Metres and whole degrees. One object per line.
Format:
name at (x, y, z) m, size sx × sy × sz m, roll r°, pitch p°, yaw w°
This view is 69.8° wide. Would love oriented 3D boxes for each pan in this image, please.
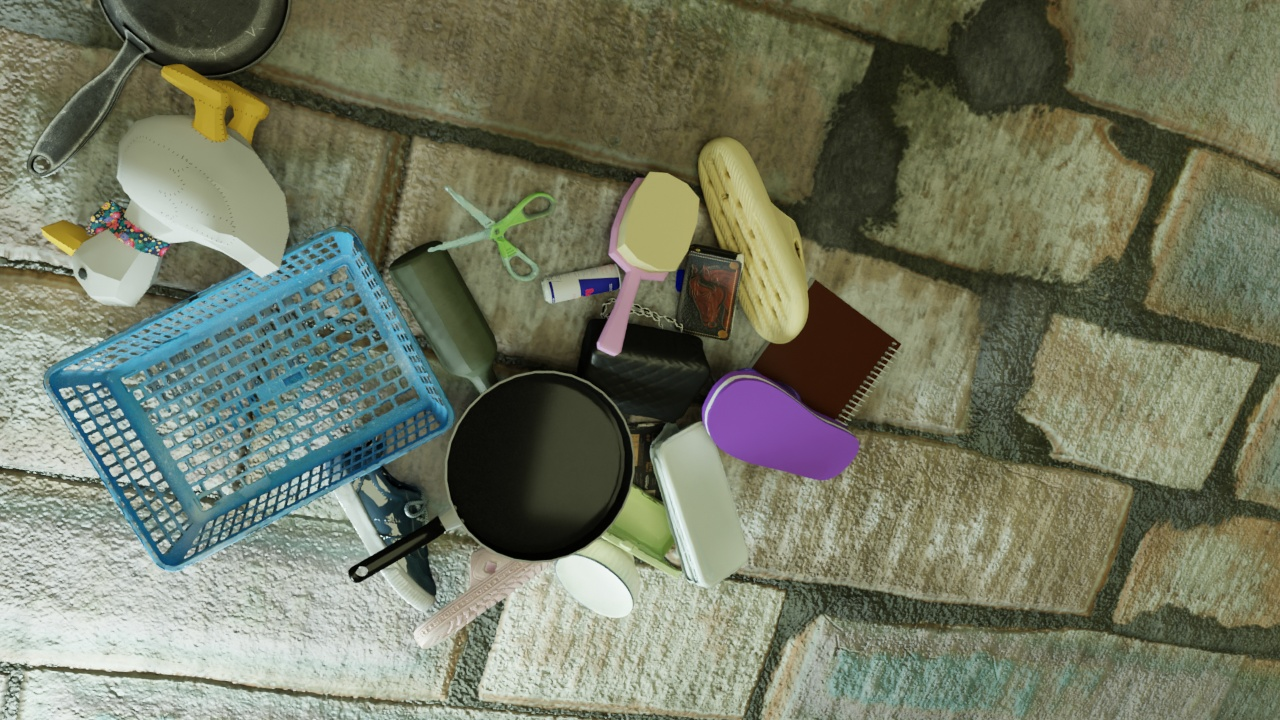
pan at (-0.173, 0.154, 1.063) m, size 0.355 × 0.034 × 0.225 m, roll -29°, pitch 103°, yaw -15°
pan at (-0.514, -0.324, 0.942) m, size 0.187 × 0.055 × 0.357 m, roll 41°, pitch 90°, yaw -21°

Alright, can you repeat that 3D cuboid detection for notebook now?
notebook at (0.235, 0.022, 1.244) m, size 0.171 × 0.022 × 0.209 m, roll 33°, pitch 97°, yaw -19°

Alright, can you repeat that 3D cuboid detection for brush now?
brush at (0.002, -0.114, 1.080) m, size 0.089 × 0.043 × 0.228 m, roll 25°, pitch 72°, yaw -20°

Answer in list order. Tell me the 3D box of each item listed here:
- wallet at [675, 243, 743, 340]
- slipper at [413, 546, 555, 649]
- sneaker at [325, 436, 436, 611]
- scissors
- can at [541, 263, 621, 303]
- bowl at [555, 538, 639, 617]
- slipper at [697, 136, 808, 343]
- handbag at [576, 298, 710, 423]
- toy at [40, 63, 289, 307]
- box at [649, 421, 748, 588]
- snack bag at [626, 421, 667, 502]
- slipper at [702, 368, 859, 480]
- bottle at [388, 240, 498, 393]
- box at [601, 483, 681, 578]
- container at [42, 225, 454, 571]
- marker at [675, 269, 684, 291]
wallet at (0.085, -0.083, 1.139) m, size 0.072 × 0.019 × 0.123 m, roll 12°, pitch 130°, yaw 6°
slipper at (-0.193, 0.272, 1.173) m, size 0.239 × 0.094 × 0.064 m, roll -35°, pitch 73°, yaw -15°
sneaker at (-0.299, 0.198, 1.134) m, size 0.087 × 0.089 × 0.235 m, roll -28°, pitch 107°, yaw -9°
scissors at (-0.167, -0.144, 1.064) m, size 0.171 × 0.025 × 0.160 m, roll -24°, pitch 132°, yaw -28°
can at (-0.072, -0.094, 1.125) m, size 0.095 × 0.032 × 0.032 m, roll -13°, pitch 109°, yaw -10°
bowl at (-0.048, 0.278, 1.218) m, size 0.118 × 0.118 × 0.062 m, roll 59°, pitch 44°, yaw -21°
slipper at (0.152, -0.152, 1.117) m, size 0.079 × 0.111 × 0.261 m, roll -25°, pitch 96°, yaw -28°
handbag at (-0.007, 0.007, 1.158) m, size 0.153 × 0.114 × 0.125 m, roll 8°, pitch 128°, yaw -19°
toy at (-0.475, -0.161, 0.946) m, size 0.247 × 0.140 × 0.268 m, roll 27°, pitch 99°, yaw 4°
box at (0.079, 0.184, 1.174) m, size 0.083 × 0.122 × 0.215 m, roll -10°, pitch 108°, yaw 20°
snack bag at (-0.002, 0.154, 1.226) m, size 0.074 × 0.018 × 0.155 m, roll 0°, pitch 106°, yaw -15°
slipper at (0.170, 0.074, 1.199) m, size 0.266 × 0.084 × 0.107 m, roll 24°, pitch 112°, yaw -36°
bottle at (-0.217, -0.037, 1.086) m, size 0.071 × 0.071 × 0.207 m, roll -28°, pitch 111°, yaw -5°
box at (-0.017, 0.199, 1.193) m, size 0.188 × 0.091 × 0.083 m, roll 34°, pitch 81°, yaw -24°
container at (-0.422, 0.038, 1.031) m, size 0.362 × 0.089 × 0.257 m, roll -27°, pitch 100°, yaw -5°
marker at (0.112, -0.101, 1.174) m, size 0.133 × 0.023 × 0.027 m, roll 0°, pitch 128°, yaw -14°
